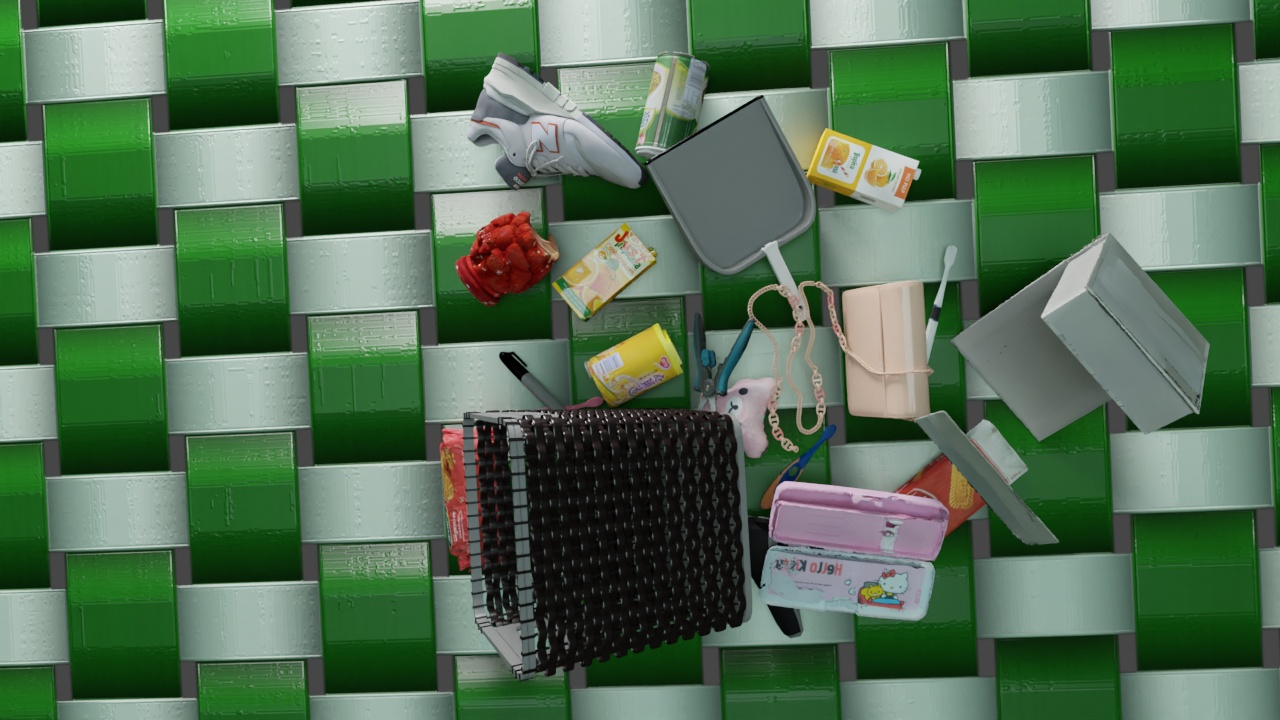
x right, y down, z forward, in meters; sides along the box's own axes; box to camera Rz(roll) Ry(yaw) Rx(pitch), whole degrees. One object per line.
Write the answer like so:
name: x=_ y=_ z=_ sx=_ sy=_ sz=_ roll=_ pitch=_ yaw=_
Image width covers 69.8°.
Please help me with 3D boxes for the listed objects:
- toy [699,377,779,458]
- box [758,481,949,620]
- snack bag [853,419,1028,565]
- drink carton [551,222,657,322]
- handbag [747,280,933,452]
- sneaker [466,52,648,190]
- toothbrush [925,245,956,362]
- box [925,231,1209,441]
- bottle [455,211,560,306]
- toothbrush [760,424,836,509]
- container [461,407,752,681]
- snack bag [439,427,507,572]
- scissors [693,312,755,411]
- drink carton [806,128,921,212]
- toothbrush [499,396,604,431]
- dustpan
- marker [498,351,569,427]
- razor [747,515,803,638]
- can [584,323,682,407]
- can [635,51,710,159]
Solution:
toy: x=0.114 y=0.062 z=1.104 sx=0.096 sy=0.052 sz=0.099 roll=11 pitch=81 yaw=16
box: x=0.244 y=0.220 z=1.062 sx=0.201 sy=0.041 sz=0.154 roll=8 pitch=108 yaw=-2
snack bag: x=0.350 y=0.169 z=1.096 sx=0.225 sy=0.041 sz=0.077 roll=-40 pitch=90 yaw=1
drink carton: x=-0.040 y=-0.108 z=1.116 sx=0.122 sy=0.041 sz=0.058 roll=-40 pitch=88 yaw=2
handbag: x=0.234 y=0.004 z=1.043 sx=0.187 sy=0.117 sz=0.198 roll=-4 pitch=91 yaw=-14
sneaker: x=-0.112 y=-0.253 z=1.104 sx=0.240 sy=0.088 sz=0.124 roll=41 pitch=97 yaw=11
toothbrush: x=0.353 y=-0.047 z=1.108 sx=0.012 sy=0.017 sz=0.187 roll=14 pitch=93 yaw=6
box: x=0.487 y=-0.014 z=1.093 sx=0.164 sy=0.446 sz=0.167 roll=-40 pitch=88 yaw=-8
bottle: x=-0.156 y=-0.125 z=1.101 sx=0.111 sy=0.098 sz=0.099 roll=-37 pitch=88 yaw=14
toothbrush: x=0.192 y=0.129 z=1.119 sx=0.021 sy=0.017 sz=0.135 roll=41 pitch=95 yaw=6
container: x=-0.043 y=0.172 z=0.990 sx=0.243 sy=0.248 sz=0.245 roll=-3 pitch=90 yaw=-21
snack bag: x=-0.197 y=0.167 z=1.109 sx=0.082 sy=0.082 sz=0.176 roll=-6 pitch=90 yaw=3
scissors: x=0.096 y=0.003 z=1.088 sx=0.118 sy=0.019 sz=0.148 roll=-25 pitch=63 yaw=41
drink carton: x=0.267 y=-0.225 z=1.097 sx=0.122 sy=0.040 sz=0.058 roll=20 pitch=92 yaw=3
toothbrush: x=-0.109 y=0.066 z=1.136 sx=0.135 sy=0.016 sz=0.021 roll=-15 pitch=89 yaw=6
dustpan: x=0.137 y=-0.160 z=1.091 sx=0.163 sy=0.033 sz=0.258 roll=-32 pitch=108 yaw=-8
marker: x=-0.123 y=0.035 z=1.126 sx=0.138 sy=0.016 sz=0.022 roll=42 pitch=74 yaw=12
razor: x=0.162 y=0.260 z=1.104 sx=0.060 sy=0.057 sz=0.156 roll=-10 pitch=89 yaw=-29
can: x=-0.007 y=0.006 z=1.102 sx=0.105 sy=0.067 sz=0.067 roll=-27 pitch=89 yaw=3
can: x=0.038 y=-0.298 z=1.097 sx=0.067 sy=0.067 sz=0.121 roll=13 pitch=91 yaw=3
